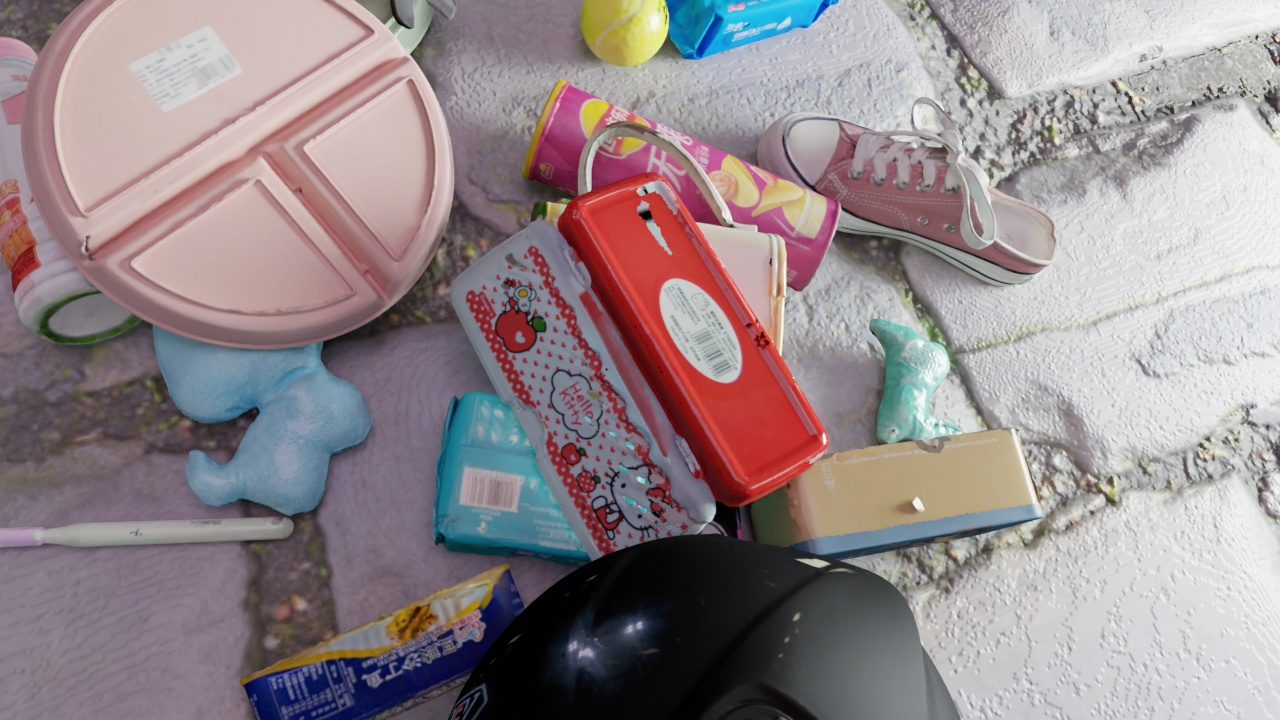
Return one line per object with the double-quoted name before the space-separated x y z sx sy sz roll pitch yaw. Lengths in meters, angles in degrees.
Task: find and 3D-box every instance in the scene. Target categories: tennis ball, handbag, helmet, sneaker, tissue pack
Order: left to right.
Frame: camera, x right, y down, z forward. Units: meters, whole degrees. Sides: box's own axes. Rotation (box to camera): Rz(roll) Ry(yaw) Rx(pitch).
"tissue pack" -0.056 0.074 0.552 0.133 0.050 0.093 10 66 -10
"tennis ball" -0.012 -0.252 0.680 0.065 0.066 0.065 5 68 -12
"handbag" 0.009 -0.060 0.586 0.163 0.063 0.178 7 85 -3
"helmet" 0.024 0.194 0.424 0.274 0.234 0.229 16 53 -25
"tissue pack" 0.075 -0.298 0.725 0.157 0.052 0.095 -23 76 -20
"sneaker" 0.207 -0.130 0.672 0.241 0.088 0.118 22 66 -5

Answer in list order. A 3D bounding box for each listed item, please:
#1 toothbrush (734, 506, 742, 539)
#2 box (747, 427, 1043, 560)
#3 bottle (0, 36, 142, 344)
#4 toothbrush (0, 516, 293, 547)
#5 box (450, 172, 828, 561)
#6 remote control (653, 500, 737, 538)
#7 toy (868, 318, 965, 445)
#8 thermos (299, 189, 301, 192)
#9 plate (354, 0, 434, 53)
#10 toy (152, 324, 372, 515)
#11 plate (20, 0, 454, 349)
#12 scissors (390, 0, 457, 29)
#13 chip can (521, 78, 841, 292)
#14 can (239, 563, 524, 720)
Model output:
"toothbrush" 0.060 0.059 0.606 0.017 0.014 0.189 3 69 -22
"box" 0.150 0.089 0.575 0.184 0.090 0.063 -9 72 -14
"bottle" -0.354 -0.106 0.546 0.068 0.068 0.197 -23 72 -20
"toothbrush" -0.292 0.093 0.506 0.189 0.029 0.020 2 111 -14
"box" -0.004 0.002 0.519 0.160 0.063 0.201 -29 78 -5
"remote control" 0.033 0.101 0.577 0.053 0.024 0.136 0 70 -14
"toy" 0.193 0.025 0.643 0.096 0.030 0.091 23 71 -12
"thermos" -0.226 -0.138 0.576 0.143 0.093 0.093 11 67 -17
"plate" -0.262 -0.286 0.655 0.230 0.028 0.229 4 69 -11
"toy" -0.227 0.001 0.541 0.156 0.050 0.161 36 68 -9
"plate" -0.215 -0.121 0.519 0.229 0.028 0.229 4 82 -26
"scissors" -0.171 -0.316 0.663 0.176 0.019 0.171 44 65 6
"chip can" 0.029 -0.119 0.634 0.210 0.072 0.071 22 66 -4
"can" -0.130 0.160 0.489 0.148 0.075 0.049 -21 79 -19
